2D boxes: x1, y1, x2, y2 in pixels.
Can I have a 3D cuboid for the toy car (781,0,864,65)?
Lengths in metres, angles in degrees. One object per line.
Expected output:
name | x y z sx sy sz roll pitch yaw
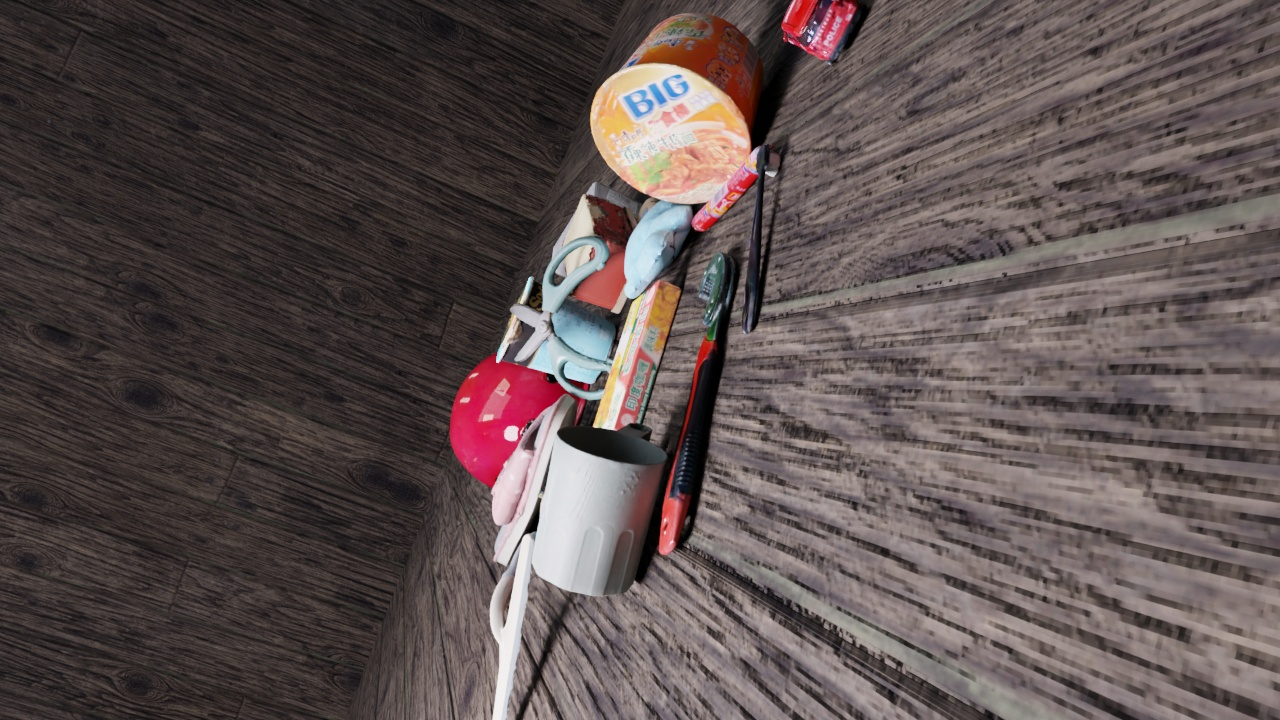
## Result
toy car | 0.138 -0.269 0.720 0.053 0.045 0.120 -62 12 21

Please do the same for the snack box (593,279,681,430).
snack box | -0.005 0.005 0.887 0.077 0.027 0.155 -32 38 66

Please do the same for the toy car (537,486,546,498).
toy car | -0.087 0.134 0.992 0.091 0.034 0.043 105 -174 -80

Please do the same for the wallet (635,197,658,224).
wallet | 0.003 -0.143 1.106 0.087 0.024 0.115 -58 18 20

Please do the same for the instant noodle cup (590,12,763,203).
instant noodle cup | 0.043 -0.238 0.848 0.152 0.151 0.111 -50 14 54

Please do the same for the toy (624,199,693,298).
toy | 0.016 -0.117 0.933 0.161 0.050 0.157 -62 11 -27

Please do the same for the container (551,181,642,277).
container | -0.053 -0.164 1.218 0.114 0.090 0.090 -58 16 26

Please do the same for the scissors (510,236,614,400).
scissors | -0.066 -0.046 0.993 0.019 0.174 0.170 4 -61 -59

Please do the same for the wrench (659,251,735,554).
wrench | 0.044 0.019 0.693 0.056 0.016 0.272 123 163 -52

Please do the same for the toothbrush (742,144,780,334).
toothbrush | 0.090 -0.095 0.695 0.016 0.018 0.180 -39 33 51

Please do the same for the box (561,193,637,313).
box | -0.053 -0.135 1.088 0.168 0.079 0.091 -106 38 -61

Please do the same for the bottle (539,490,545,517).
bottle | -0.061 0.125 0.851 0.205 0.059 0.060 -101 35 -68

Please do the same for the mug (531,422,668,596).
mug | -0.026 0.107 0.696 0.123 0.084 0.103 -17 -59 -72

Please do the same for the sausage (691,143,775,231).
sausage | 0.080 -0.149 0.811 0.156 0.020 0.020 138 151 -63

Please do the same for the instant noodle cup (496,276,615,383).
instant noodle cup | -0.098 -0.027 1.105 0.111 0.120 0.111 -159 91 -78

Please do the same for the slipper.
slipper | -0.133 0.136 1.056 0.113 0.054 0.275 -62 -3 -49

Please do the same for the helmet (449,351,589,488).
helmet | -0.169 0.067 1.203 0.241 0.144 0.206 -34 34 66

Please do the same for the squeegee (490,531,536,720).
squeegee | -0.127 0.231 0.928 0.246 0.039 0.247 -88 8 -73
